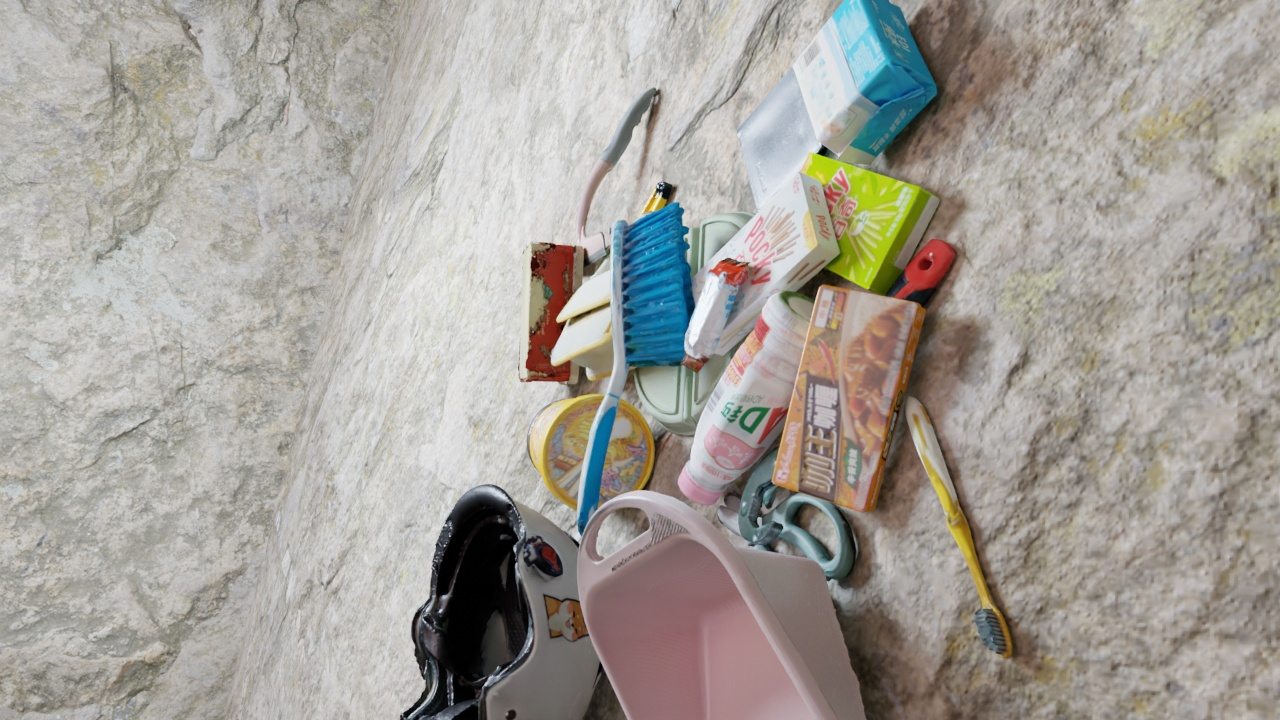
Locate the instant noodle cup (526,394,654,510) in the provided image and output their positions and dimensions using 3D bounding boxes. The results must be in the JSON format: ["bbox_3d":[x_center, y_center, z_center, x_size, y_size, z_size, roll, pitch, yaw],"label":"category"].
[{"bbox_3d":[-0.060,0.090,0.955,0.114,0.118,0.118,7,81,69],"label":"instant noodle cup"}]

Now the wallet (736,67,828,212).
[{"bbox_3d":[0.134,-0.211,0.877,0.097,0.019,0.120,-45,41,43],"label":"wallet"}]

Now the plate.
[{"bbox_3d":[0.058,-0.041,0.905,0.231,0.027,0.229,-37,44,46],"label":"plate"}]

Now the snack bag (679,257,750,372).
[{"bbox_3d":[0.062,-0.040,0.785,0.048,0.026,0.104,33,105,67],"label":"snack bag"}]

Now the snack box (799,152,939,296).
[{"bbox_3d":[0.169,-0.115,0.754,0.086,0.026,0.156,-65,30,12],"label":"snack box"}]

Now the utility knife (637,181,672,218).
[{"bbox_3d":[-0.016,-0.130,1.090,0.196,0.015,0.033,-58,30,26],"label":"utility knife"}]

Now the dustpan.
[{"bbox_3d":[0.039,0.236,0.649,0.223,0.138,0.272,-45,41,45],"label":"dustpan"}]

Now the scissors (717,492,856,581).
[{"bbox_3d":[0.100,0.166,0.731,0.186,0.019,0.132,-7,69,60],"label":"scissors"}]

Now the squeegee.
[{"bbox_3d":[-0.040,-0.234,1.137,0.249,0.040,0.248,-68,13,-7],"label":"squeegee"}]

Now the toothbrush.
[{"bbox_3d":[0.200,0.099,0.593,0.016,0.018,0.191,-45,39,37],"label":"toothbrush"}]

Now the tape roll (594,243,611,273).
[{"bbox_3d":[-0.024,-0.098,1.071,0.086,0.013,0.085,-11,76,50],"label":"tape roll"}]

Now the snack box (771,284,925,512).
[{"bbox_3d":[0.150,0.026,0.668,0.075,0.026,0.154,15,92,31],"label":"snack box"}]

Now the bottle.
[{"bbox_3d":[0.093,0.038,0.766,0.197,0.068,0.068,-62,31,26],"label":"bottle"}]

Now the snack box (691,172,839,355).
[{"bbox_3d":[0.103,-0.080,0.793,0.157,0.026,0.084,-44,39,41],"label":"snack box"}]

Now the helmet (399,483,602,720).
[{"bbox_3d":[-0.120,0.272,0.911,0.231,0.156,0.273,-40,39,39],"label":"helmet"}]

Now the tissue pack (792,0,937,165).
[{"bbox_3d":[0.184,-0.234,0.754,0.090,0.063,0.139,-48,36,40],"label":"tissue pack"}]

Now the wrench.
[{"bbox_3d":[0.152,0.026,0.703,0.274,0.016,0.056,-59,32,14],"label":"wrench"}]

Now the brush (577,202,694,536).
[{"bbox_3d":[-0.005,0.005,0.857,0.109,0.060,0.314,-5,72,13],"label":"brush"}]

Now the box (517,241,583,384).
[{"bbox_3d":[-0.118,-0.056,1.112,0.091,0.080,0.168,171,101,-75],"label":"box"}]

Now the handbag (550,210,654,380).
[{"bbox_3d":[-0.029,-0.076,0.994,0.164,0.063,0.178,-18,54,59],"label":"handbag"}]
